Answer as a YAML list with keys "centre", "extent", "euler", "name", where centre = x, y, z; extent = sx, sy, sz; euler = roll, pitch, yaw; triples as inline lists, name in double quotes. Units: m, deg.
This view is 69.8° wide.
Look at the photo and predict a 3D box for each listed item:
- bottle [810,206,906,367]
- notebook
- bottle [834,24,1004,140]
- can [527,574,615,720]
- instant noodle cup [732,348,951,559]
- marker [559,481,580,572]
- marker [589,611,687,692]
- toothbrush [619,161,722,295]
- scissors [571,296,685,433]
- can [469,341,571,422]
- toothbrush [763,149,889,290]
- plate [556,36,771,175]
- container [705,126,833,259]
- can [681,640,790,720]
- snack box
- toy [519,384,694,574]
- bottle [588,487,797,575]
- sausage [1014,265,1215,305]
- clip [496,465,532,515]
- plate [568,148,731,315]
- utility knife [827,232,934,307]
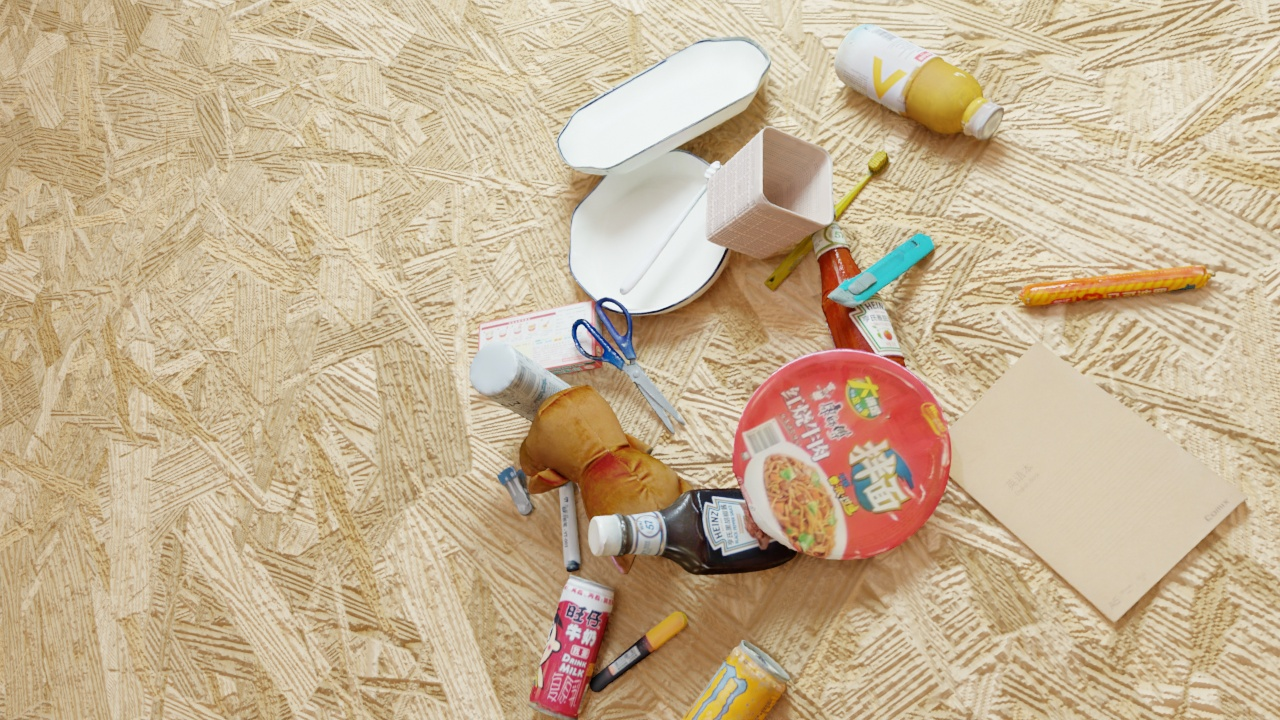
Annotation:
- centre: [0.208, -0.067, 0.921]
  extent: [0.060, 0.059, 0.205]
  euler: [-21, 65, 16]
  name: "bottle"
- centre: [0.382, 0.101, 0.808]
  extent: [0.149, 0.012, 0.211]
  euler: [-46, 59, 4]
  name: "notebook"
- centre: [0.291, -0.289, 0.963]
  extent: [0.068, 0.068, 0.189]
  euler: [-49, 59, 1]
  name: "bottle"
- centre: [-0.068, 0.287, 0.921]
  extent: [0.053, 0.053, 0.132]
  euler: [11, 76, 28]
  name: "can"
- centre: [0.180, 0.081, 0.844]
  extent: [0.194, 0.065, 0.194]
  euler: [1, 98, 5]
  name: "instant noodle cup"
- centre: [-0.080, 0.164, 0.995]
  extent: [0.023, 0.018, 0.130]
  euler: [-19, 63, 27]
  name: "marker"
- centre: [-0.002, 0.291, 0.914]
  extent: [0.124, 0.015, 0.018]
  euler: [-40, 58, 9]
  name: "marker"
- centre: [0.033, -0.144, 1.006]
  extent: [0.016, 0.016, 0.180]
  euler: [38, 90, 33]
  name: "toothbrush"
- centre: [-0.017, 0.014, 1.003]
  extent: [0.125, 0.012, 0.173]
  euler: [-14, 85, 22]
  name: "scissors"
- centre: [-0.122, 0.031, 0.988]
  extent: [0.058, 0.146, 0.058]
  euler: [-9, 67, 21]
  name: "can"
- centre: [0.199, -0.151, 0.983]
  extent: [0.190, 0.016, 0.015]
  euler: [-48, 62, 2]
  name: "toothbrush"
- centre: [0.028, -0.292, 1.075]
  extent: [0.266, 0.034, 0.162]
  euler: [-29, 43, 2]
  name: "plate"
- centre: [0.127, -0.166, 0.943]
  extent: [0.111, 0.089, 0.090]
  euler: [-29, 53, 55]
  name: "container"
- centre: [0.072, 0.331, 0.837]
  extent: [0.058, 0.058, 0.146]
  euler: [36, 88, 31]
  name: "can"
- centre: [-0.119, -0.019, 1.075]
  extent: [0.156, 0.027, 0.077]
  euler: [-10, 68, 22]
  name: "snack box"
- centre: [-0.035, 0.122, 0.933]
  extent: [0.139, 0.131, 0.199]
  euler: [-33, 56, -28]
  name: "toy"
- centre: [0.049, 0.159, 0.852]
  extent: [0.194, 0.044, 0.079]
  euler: [2, 64, -21]
  name: "bottle"
- centre: [0.432, -0.068, 0.842]
  extent: [0.165, 0.021, 0.021]
  euler: [-6, 69, 23]
  name: "sausage"
- centre: [-0.136, 0.147, 1.027]
  extent: [0.027, 0.045, 0.058]
  euler: [-31, 67, 10]
  name: "clip"
- centre: [0.016, -0.141, 1.049]
  extent: [0.205, 0.045, 0.204]
  euler: [-8, 69, 22]
  name: "plate"
- centre: [0.239, -0.090, 0.899]
  extent: [0.151, 0.013, 0.029]
  euler: [-33, 71, -29]
  name: "utility knife"
